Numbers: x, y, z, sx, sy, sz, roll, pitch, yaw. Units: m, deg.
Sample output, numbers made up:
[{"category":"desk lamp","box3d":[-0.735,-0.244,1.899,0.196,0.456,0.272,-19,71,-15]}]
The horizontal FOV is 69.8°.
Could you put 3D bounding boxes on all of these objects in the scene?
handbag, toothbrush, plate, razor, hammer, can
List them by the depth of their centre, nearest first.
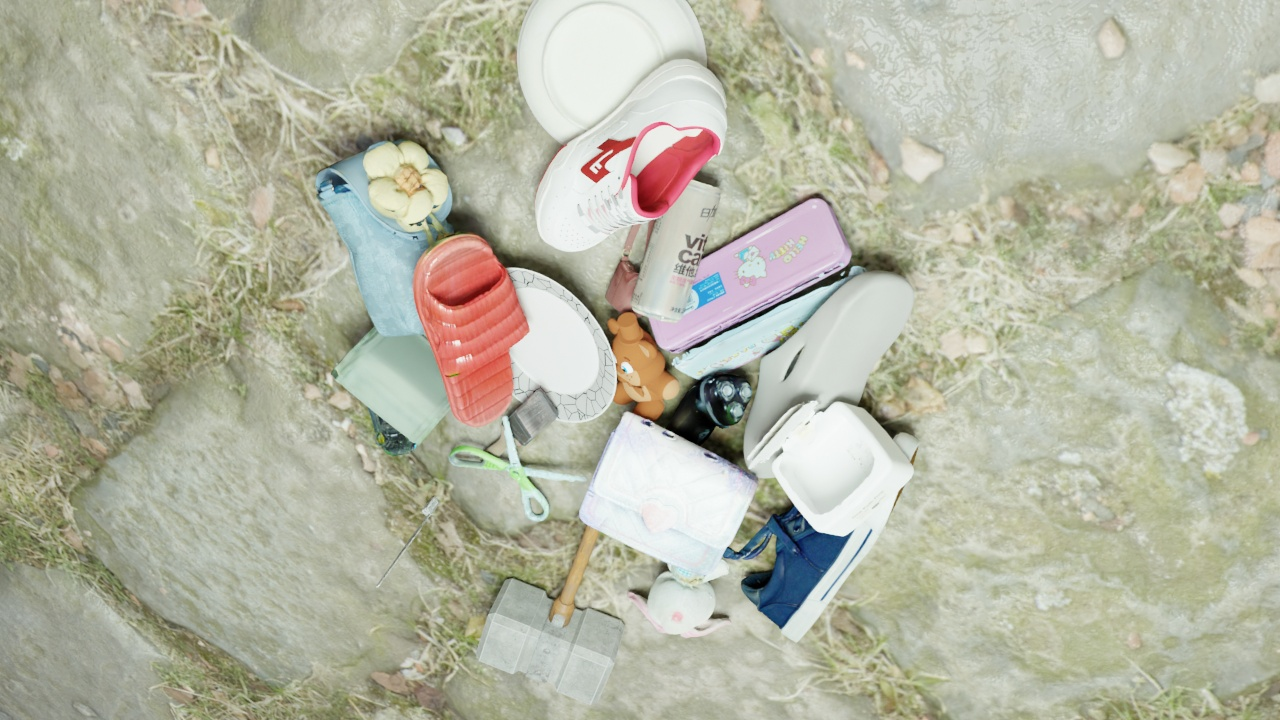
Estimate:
[{"category":"plate","box3d":[-0.031,-0.271,0.849,0.182,0.034,0.182,5,117,10]},{"category":"can","box3d":[0.034,-0.107,0.884,0.054,0.054,0.136,18,101,3]},{"category":"handbag","box3d":[-0.233,-0.122,0.914,0.119,0.121,0.192,-2,113,34]},{"category":"handbag","box3d":[-0.003,-0.107,0.922,0.029,0.055,0.120,0,116,-33]},{"category":"handbag","box3d":[0.027,0.140,0.955,0.158,0.069,0.127,26,115,2]},{"category":"plate","box3d":[-0.101,-0.017,0.973,0.189,0.016,0.189,20,132,24]},{"category":"razor","box3d":[0.066,0.066,0.974,0.053,0.063,0.141,4,141,-29]},{"category":"handbag","box3d":[-0.263,0.022,1.006,0.122,0.105,0.067,41,120,-9]},{"category":"toothbrush","box3d":[-0.268,0.205,1.054,0.010,0.181,0.010,-34,102,19]},{"category":"hammer","box3d":[-0.076,0.253,1.091,0.163,0.082,0.318,21,118,2]}]

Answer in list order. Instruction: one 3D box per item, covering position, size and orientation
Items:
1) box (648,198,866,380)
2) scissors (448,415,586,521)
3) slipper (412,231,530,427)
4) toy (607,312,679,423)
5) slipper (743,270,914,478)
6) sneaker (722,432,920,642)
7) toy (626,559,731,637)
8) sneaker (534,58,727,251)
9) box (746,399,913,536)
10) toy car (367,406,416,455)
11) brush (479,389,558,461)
[{"category":"box","box3d":[0.120,-0.066,0.922,0.215,0.090,0.092,-28,66,24]},{"category":"scissors","box3d":[-0.142,0.128,1.064,0.171,0.021,0.172,8,128,17]},{"category":"slipper","box3d":[-0.161,-0.020,0.929,0.059,0.103,0.249,33,145,32]},{"category":"toy","box3d":[-0.006,0.006,0.946,0.095,0.065,0.128,35,157,34]},{"category":"slipper","box3d":[0.172,0.004,0.919,0.112,0.080,0.267,-6,136,-30]},{"category":"sneaker","box3d":[0.189,0.176,0.994,0.127,0.120,0.295,35,123,13]},{"category":"toy","box3d":[0.060,0.254,1.052,0.131,0.105,0.206,16,120,1]},{"category":"sneaker","box3d":[-0.015,-0.159,0.838,0.090,0.104,0.237,29,131,-35]},{"category":"box","box3d":[0.170,0.094,0.871,0.110,0.134,0.107,-46,55,18]},{"category":"toy car","box3d":[-0.291,0.060,1.071,0.048,0.032,0.105,-9,108,17]},{"category":"brush","box3d":[-0.143,0.082,1.044,0.039,0.012,0.152,47,129,-5]}]
